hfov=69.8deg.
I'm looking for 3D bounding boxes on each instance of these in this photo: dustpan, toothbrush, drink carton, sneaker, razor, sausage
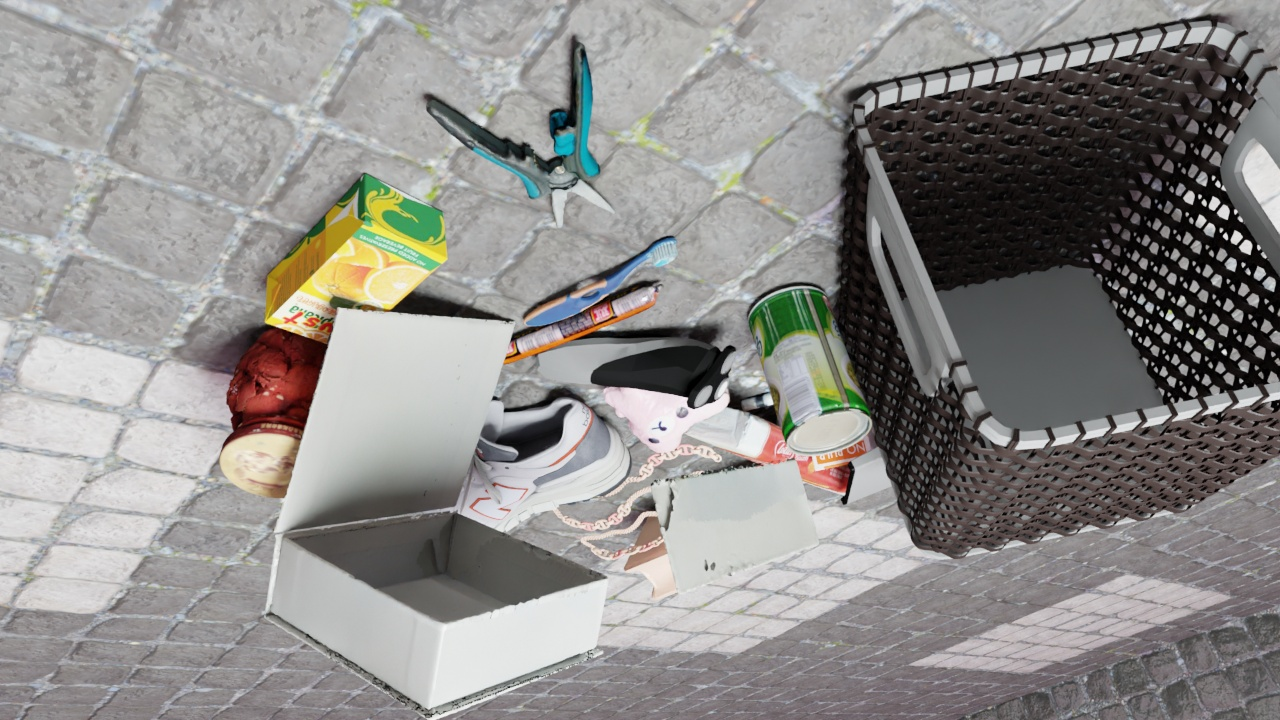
[{"bbox_3d":[0.297,0.053,0.815,0.257,0.033,0.163,-22,159,2],"label":"dustpan"},{"bbox_3d":[-0.030,-0.053,0.669,0.135,0.017,0.021,-27,142,21],"label":"toothbrush"},{"bbox_3d":[0.211,0.074,0.869,0.059,0.040,0.122,-18,170,36],"label":"drink carton"},{"bbox_3d":[0.184,0.017,0.847,0.187,0.012,0.017,-15,134,5],"label":"toothbrush"},{"bbox_3d":[-0.132,0.090,0.802,0.239,0.088,0.124,-19,143,-4],"label":"sneaker"},{"bbox_3d":[-0.186,-0.058,0.590,0.123,0.041,0.058,-34,141,31],"label":"drink carton"},{"bbox_3d":[-0.004,0.004,0.734,0.156,0.060,0.057,10,133,1],"label":"razor"},{"bbox_3d":[-0.052,-0.026,0.701,0.155,0.020,0.020,-21,146,14],"label":"sausage"}]

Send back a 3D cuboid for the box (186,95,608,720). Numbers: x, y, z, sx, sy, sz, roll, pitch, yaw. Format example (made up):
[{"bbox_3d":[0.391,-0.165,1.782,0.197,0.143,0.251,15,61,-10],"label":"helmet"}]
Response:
[{"bbox_3d":[-0.186,0.028,0.659,0.165,0.445,0.166,-32,162,29],"label":"box"}]

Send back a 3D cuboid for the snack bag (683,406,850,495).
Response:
[{"bbox_3d":[0.137,0.088,0.886,0.078,0.041,0.225,13,173,46],"label":"snack bag"}]

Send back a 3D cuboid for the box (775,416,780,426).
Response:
[{"bbox_3d":[0.225,0.025,0.819,0.201,0.041,0.154,-11,156,-1],"label":"box"}]

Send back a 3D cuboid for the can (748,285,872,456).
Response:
[{"bbox_3d":[0.130,0.007,0.714,0.067,0.120,0.067,-9,147,-6],"label":"can"}]

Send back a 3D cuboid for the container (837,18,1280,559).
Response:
[{"bbox_3d":[0.276,-0.026,0.606,0.245,0.247,0.244,-12,150,-1],"label":"container"}]

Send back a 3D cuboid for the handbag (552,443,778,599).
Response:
[{"bbox_3d":[0.040,0.131,0.942,0.199,0.116,0.187,-30,111,33],"label":"handbag"}]

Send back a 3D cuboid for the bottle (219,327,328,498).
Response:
[{"bbox_3d":[-0.242,0.036,0.651,0.099,0.111,0.099,-4,136,-4],"label":"bottle"}]

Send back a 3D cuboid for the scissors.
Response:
[{"bbox_3d":[-0.066,-0.126,0.546,0.118,0.019,0.148,-4,148,-12],"label":"scissors"}]

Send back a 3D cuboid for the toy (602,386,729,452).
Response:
[{"bbox_3d":[0.015,0.038,0.791,0.095,0.052,0.099,26,132,-27],"label":"toy"}]
